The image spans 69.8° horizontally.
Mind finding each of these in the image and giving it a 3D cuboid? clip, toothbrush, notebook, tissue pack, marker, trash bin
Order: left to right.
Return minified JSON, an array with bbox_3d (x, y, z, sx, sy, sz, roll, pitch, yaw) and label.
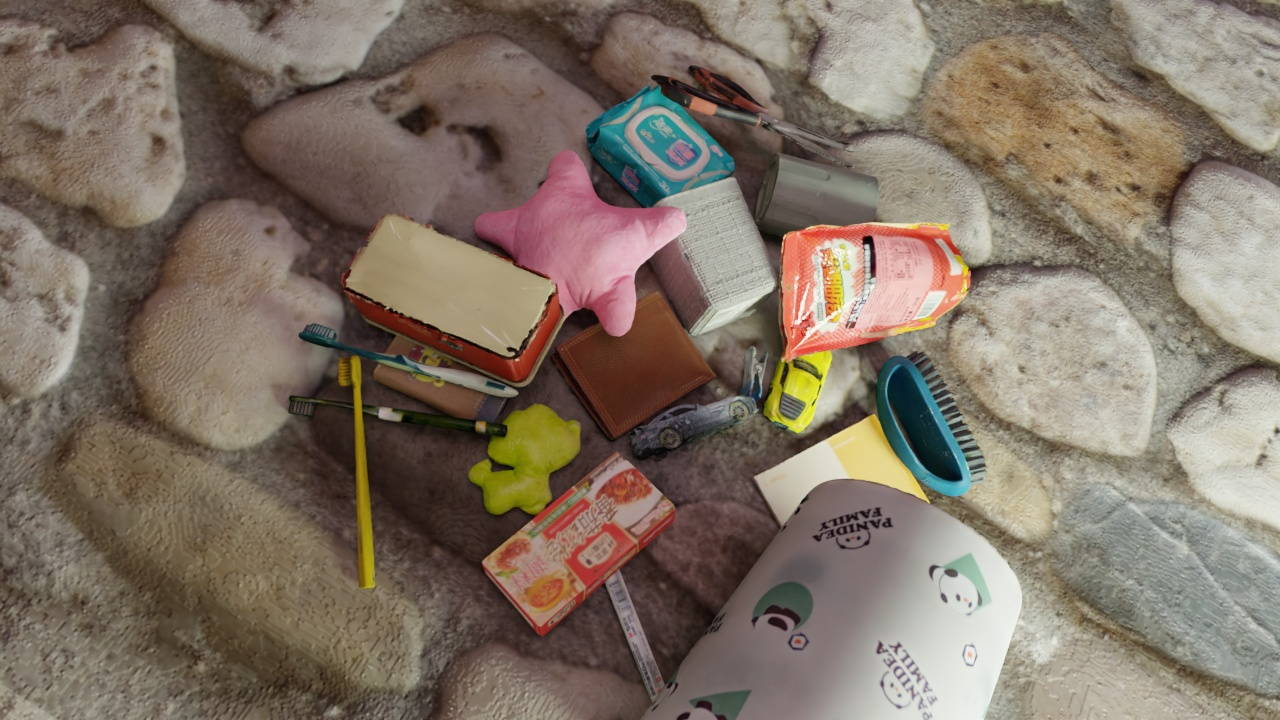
[{"bbox_3d":[-0.232,0.089,0.748,0.016,0.016,0.190,-8,79,1],"label":"toothbrush"},{"bbox_3d":[-0.204,0.049,0.772,0.186,0.012,0.017,8,74,0],"label":"toothbrush"},{"bbox_3d":[-0.195,0.000,0.778,0.191,0.016,0.018,15,59,-1],"label":"toothbrush"},{"bbox_3d":[0.000,0.237,0.758,0.017,0.017,0.145,-18,74,-19],"label":"marker"},{"bbox_3d":[0.019,-0.208,0.919,0.133,0.050,0.093,45,67,7],"label":"tissue pack"},{"bbox_3d":[0.106,0.013,0.867,0.036,0.025,0.057,22,60,-11],"label":"clip"},{"bbox_3d":[0.146,0.241,0.677,0.229,0.230,0.251,37,63,3],"label":"trash bin"},{"bbox_3d":[0.212,0.166,0.837,0.145,0.010,0.206,-24,76,-19],"label":"notebook"}]

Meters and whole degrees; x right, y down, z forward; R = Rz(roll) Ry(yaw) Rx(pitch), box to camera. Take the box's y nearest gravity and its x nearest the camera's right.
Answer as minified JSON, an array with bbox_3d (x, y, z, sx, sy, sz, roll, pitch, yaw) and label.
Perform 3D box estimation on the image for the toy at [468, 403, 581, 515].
[{"bbox_3d":[-0.099,0.083,0.788,0.096,0.031,0.100,1,69,-10],"label":"toy"}]

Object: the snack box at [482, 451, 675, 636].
[{"bbox_3d":[-0.049,0.150,0.766,0.152,0.025,0.075,-37,65,-23],"label":"snack box"}]

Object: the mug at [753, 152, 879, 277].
[{"bbox_3d":[0.169,-0.137,0.917,0.103,0.083,0.124,15,91,-6],"label":"mug"}]

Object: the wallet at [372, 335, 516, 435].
[{"bbox_3d":[-0.163,0.004,0.805,0.115,0.033,0.090,25,66,1],"label":"wallet"}]

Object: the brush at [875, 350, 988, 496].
[{"bbox_3d":[0.266,0.062,0.866,0.073,0.055,0.143,-17,74,-20],"label":"brush"}]

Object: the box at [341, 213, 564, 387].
[{"bbox_3d":[-0.154,-0.056,0.764,0.168,0.078,0.091,23,70,9],"label":"box"}]

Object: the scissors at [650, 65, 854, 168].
[{"bbox_3d":[0.114,-0.252,0.935,0.188,0.015,0.226,-6,42,-40],"label":"scissors"}]

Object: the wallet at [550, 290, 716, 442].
[{"bbox_3d":[-0.005,0.005,0.842,0.124,0.032,0.101,-31,81,-21],"label":"wallet"}]

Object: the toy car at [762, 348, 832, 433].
[{"bbox_3d":[0.152,0.017,0.871,0.048,0.032,0.105,25,64,-2],"label":"toy car"}]

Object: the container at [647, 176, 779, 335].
[{"bbox_3d":[0.066,-0.095,0.866,0.090,0.090,0.114,-21,78,-19],"label":"container"}]

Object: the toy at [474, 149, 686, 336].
[{"bbox_3d":[-0.071,-0.096,0.834,0.195,0.074,0.178,31,88,23],"label":"toy"}]

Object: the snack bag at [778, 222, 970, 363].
[{"bbox_3d":[0.217,-0.072,0.874,0.207,0.073,0.129,-9,114,-29],"label":"snack bag"}]

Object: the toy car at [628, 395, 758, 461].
[{"bbox_3d":[0.048,0.057,0.819,0.120,0.054,0.036,-17,76,-19],"label":"toy car"}]
